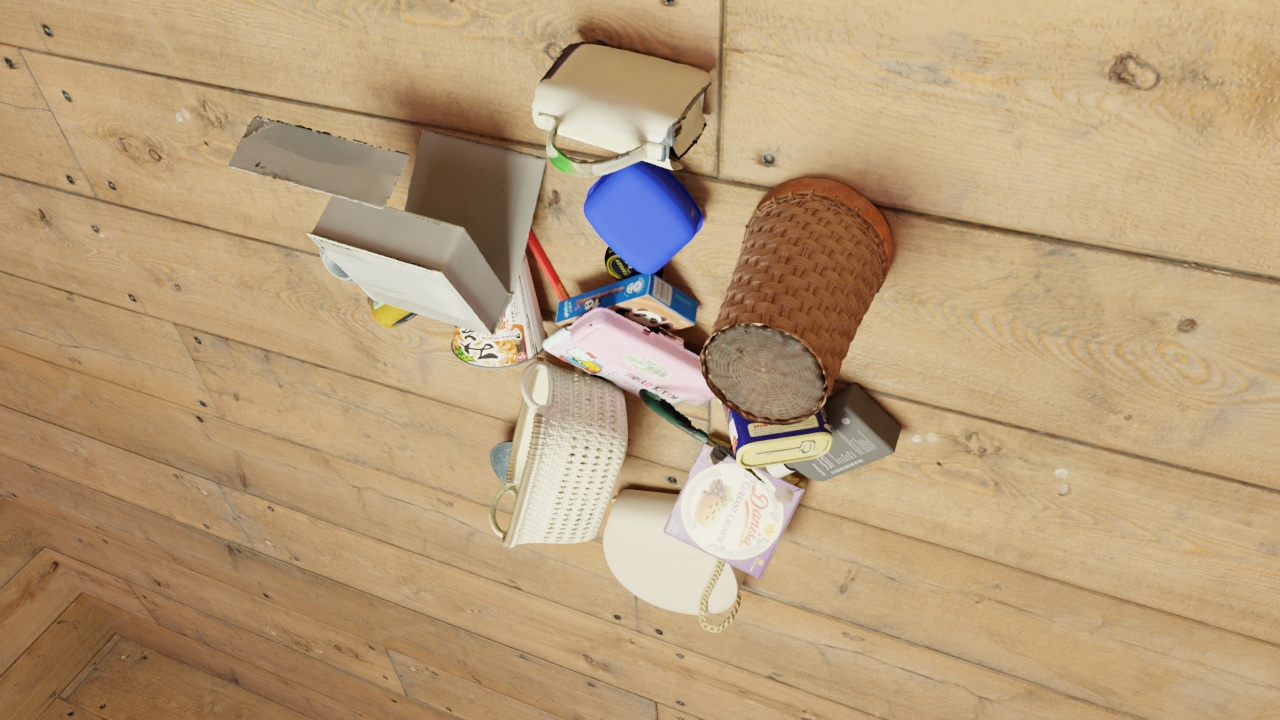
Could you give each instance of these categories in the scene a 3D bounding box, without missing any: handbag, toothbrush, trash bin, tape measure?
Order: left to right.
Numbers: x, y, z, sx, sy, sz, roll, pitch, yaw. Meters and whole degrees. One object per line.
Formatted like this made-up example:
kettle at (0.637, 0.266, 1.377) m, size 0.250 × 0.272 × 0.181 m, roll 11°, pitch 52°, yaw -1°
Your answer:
toothbrush at (-0.127, -0.146, 1.107) m, size 0.018 × 0.012 × 0.212 m, roll -5°, pitch 128°, yaw 34°
handbag at (-0.030, -0.216, 0.858) m, size 0.151 × 0.175 × 0.074 m, roll 18°, pitch 139°, yaw 14°
tape measure at (-0.010, -0.116, 1.049) m, size 0.061 × 0.034 × 0.062 m, roll -2°, pitch 143°, yaw 23°
handbag at (0.049, 0.292, 1.365) m, size 0.211 × 0.103 × 0.209 m, roll 2°, pitch 128°, yaw 27°
trash bin at (0.147, -0.059, 0.883) m, size 0.151 × 0.209 × 0.151 m, roll 16°, pitch 136°, yaw 16°

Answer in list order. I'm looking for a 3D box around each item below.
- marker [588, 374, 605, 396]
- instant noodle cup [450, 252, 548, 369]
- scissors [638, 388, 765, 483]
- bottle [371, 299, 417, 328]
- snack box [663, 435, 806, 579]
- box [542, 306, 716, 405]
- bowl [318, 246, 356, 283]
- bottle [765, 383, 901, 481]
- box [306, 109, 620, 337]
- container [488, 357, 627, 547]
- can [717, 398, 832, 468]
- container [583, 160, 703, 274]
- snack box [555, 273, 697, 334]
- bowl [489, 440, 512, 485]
marker at (-0.073, 0.046, 1.261) m, size 0.022 × 0.016 × 0.139 m, roll 20°, pitch 141°, yaw -11°
instant noodle cup at (-0.180, -0.074, 1.140) m, size 0.124 × 0.123 × 0.122 m, roll 13°, pitch 127°, yaw 19°
scissors at (0.077, 0.086, 1.111) m, size 0.203 × 0.201 × 0.015 m, roll 32°, pitch 101°, yaw 10°
bottle at (-0.291, -0.096, 1.222) m, size 0.187 × 0.053 × 0.053 m, roll -23°, pitch 116°, yaw 42°
snack box at (0.125, 0.195, 1.224) m, size 0.148 × 0.040 × 0.144 m, roll 24°, pitch 108°, yaw 7°
box at (-0.007, 0.006, 1.119) m, size 0.201 × 0.038 × 0.153 m, roll 27°, pitch 147°, yaw -24°
bowl at (-0.390, -0.142, 1.233) m, size 0.110 × 0.055 × 0.111 m, roll 16°, pitch 136°, yaw 16°
bottle at (0.221, 0.100, 1.118) m, size 0.083 × 0.046 × 0.174 m, roll 42°, pitch 138°, yaw -12°
box at (-0.183, -0.202, 1.085) m, size 0.167 × 0.420 × 0.174 m, roll 17°, pitch 139°, yaw 15°
container at (-0.109, 0.127, 1.203) m, size 0.142 × 0.184 × 0.247 m, roll 9°, pitch 128°, yaw -12°
can at (0.154, 0.066, 1.046) m, size 0.116 × 0.092 × 0.057 m, roll -8°, pitch 144°, yaw -3°
container at (0.001, -0.153, 0.964) m, size 0.096 × 0.058 × 0.114 m, roll -41°, pitch 102°, yaw 21°
snack box at (-0.018, -0.056, 1.089) m, size 0.152 × 0.034 × 0.087 m, roll -14°, pitch 148°, yaw 40°
bowl at (-0.153, 0.153, 1.380) m, size 0.137 × 0.057 × 0.137 m, roll 17°, pitch 137°, yaw 16°
